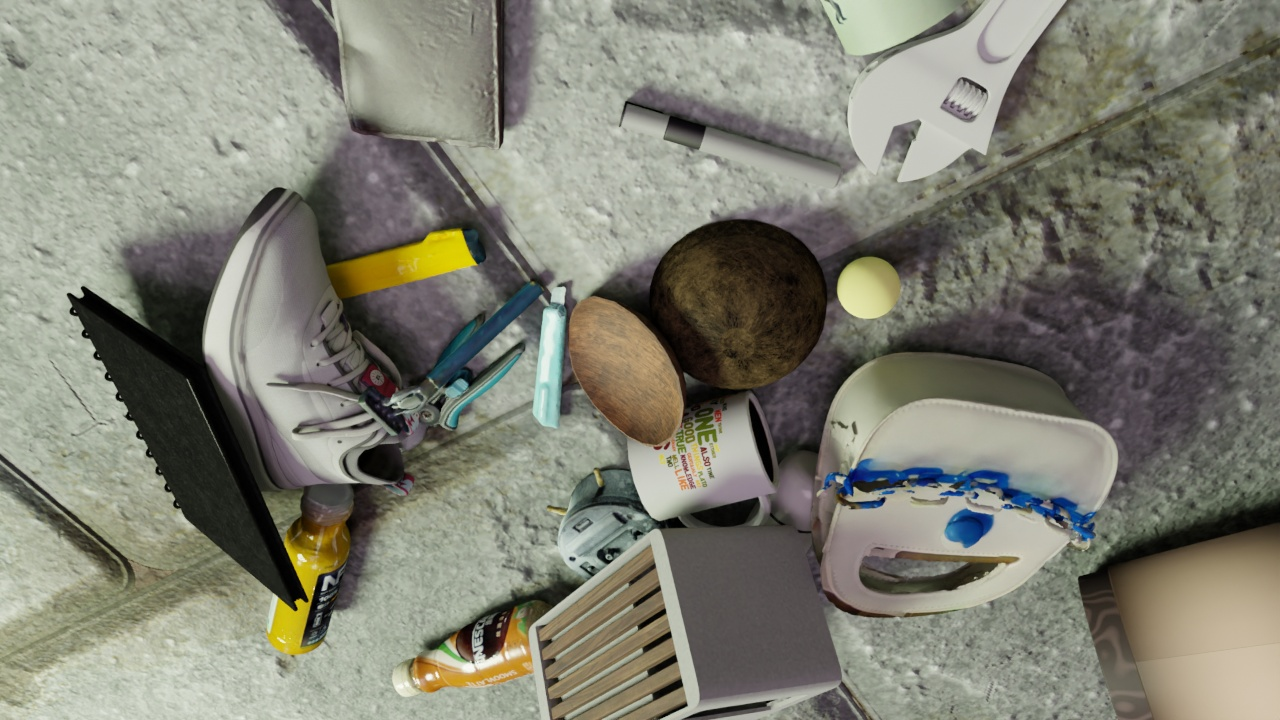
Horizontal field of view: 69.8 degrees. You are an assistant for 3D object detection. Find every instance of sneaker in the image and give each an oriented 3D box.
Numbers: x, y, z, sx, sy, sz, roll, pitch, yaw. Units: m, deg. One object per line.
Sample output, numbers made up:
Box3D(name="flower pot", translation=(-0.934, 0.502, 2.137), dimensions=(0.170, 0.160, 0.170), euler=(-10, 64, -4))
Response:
Box3D(name="sneaker", translation=(-0.214, 0.006, 0.627), dimensions=(0.128, 0.096, 0.264), euler=(11, 132, -3))

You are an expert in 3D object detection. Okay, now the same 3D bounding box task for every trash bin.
Box3D(name="trash bin", translation=(0.020, 0.218, 0.684), dimensions=(0.114, 0.114, 0.230), euler=(4, 147, -31))

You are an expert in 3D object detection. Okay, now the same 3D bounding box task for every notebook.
Box3D(name="notebook", translation=(-0.329, 0.068, 0.671), dimensions=(0.169, 0.019, 0.232), euler=(25, 136, 31))

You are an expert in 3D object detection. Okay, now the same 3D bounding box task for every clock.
Box3D(name="clock", translation=(-0.008, 0.141, 0.730), dimensions=(0.129, 0.052, 0.090), euler=(41, 118, -19))

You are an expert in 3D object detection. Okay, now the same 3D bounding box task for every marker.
Box3D(name="marker", translation=(0.056, -0.131, 0.563), dimensions=(0.140, 0.016, 0.016), euler=(15, 124, -5))

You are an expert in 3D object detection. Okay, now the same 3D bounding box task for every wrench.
Box3D(name="wrench", translation=(0.209, -0.215, 0.492), dimensions=(0.086, 0.018, 0.274), euler=(26, 121, -10))

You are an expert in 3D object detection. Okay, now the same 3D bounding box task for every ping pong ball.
Box3D(name="ping pong ball", translation=(0.148, -0.047, 0.595), dimensions=(0.040, 0.040, 0.040), euler=(3, 124, 4))

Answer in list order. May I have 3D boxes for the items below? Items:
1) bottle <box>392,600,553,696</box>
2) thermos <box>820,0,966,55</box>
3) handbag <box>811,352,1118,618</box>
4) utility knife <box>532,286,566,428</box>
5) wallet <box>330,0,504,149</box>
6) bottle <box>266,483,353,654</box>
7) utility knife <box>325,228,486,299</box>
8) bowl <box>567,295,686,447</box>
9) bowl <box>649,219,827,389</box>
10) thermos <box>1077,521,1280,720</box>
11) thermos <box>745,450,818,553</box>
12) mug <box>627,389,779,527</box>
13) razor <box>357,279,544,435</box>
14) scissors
Box3D(name="bottle", translation=(-0.149, 0.265, 0.823), dimensions=(0.167, 0.059, 0.059), euler=(-24, 118, 20))
Box3D(name="thermos", translation=(0.080, -0.264, 0.432), dimensions=(0.082, 0.082, 0.231), euler=(-26, 118, 21))
Box3D(name="handbag", translation=(0.210, 0.104, 0.630), dimensions=(0.200, 0.093, 0.200), euler=(6, 114, -9))
Box3D(name="utility knife", translation=(-0.065, -0.001, 0.663), dimensions=(0.022, 0.015, 0.120), euler=(17, 124, 13))
Box3D(name="wallet", translation=(-0.128, -0.187, 0.539), dimensions=(0.099, 0.031, 0.120), euler=(7, 127, 4))
Box3D(name="bottle", translation=(-0.278, 0.174, 0.780), dimensions=(0.053, 0.053, 0.187), euler=(20, 123, -8))
Box3D(name="utility knife", translation=(-0.201, -0.059, 0.636), dimensions=(0.207, 0.018, 0.030), euler=(-13, 117, 15))
Box3D(name="bowl", translation=(-0.004, 0.004, 0.630), dimensions=(0.114, 0.026, 0.102), euler=(41, 139, 27))
Box3D(name="bowl", translation=(0.065, -0.026, 0.608), dimensions=(0.121, 0.056, 0.121), euler=(3, 124, 4))
Box3D(name="thermos", translation=(0.455, 0.198, 0.660), dimensions=(0.227, 0.172, 0.173), euler=(-18, 120, 24))
Box3D(name="thermos", translation=(0.095, 0.164, 0.735), dimensions=(0.052, 0.052, 0.225), euler=(18, 124, -6))
Box3D(name="mug", translation=(0.051, 0.082, 0.665), dimensions=(0.090, 0.073, 0.105), euler=(-17, 105, 16))
Box3D(name="razor", translation=(-0.121, -0.005, 0.621), dimensions=(0.143, 0.022, 0.042), euler=(-41, 135, -8))
Box3D(name="scissors", translation=(-0.139, 0.023, 0.685), dimensions=(0.148, 0.019, 0.132), euler=(0, 123, 5))
